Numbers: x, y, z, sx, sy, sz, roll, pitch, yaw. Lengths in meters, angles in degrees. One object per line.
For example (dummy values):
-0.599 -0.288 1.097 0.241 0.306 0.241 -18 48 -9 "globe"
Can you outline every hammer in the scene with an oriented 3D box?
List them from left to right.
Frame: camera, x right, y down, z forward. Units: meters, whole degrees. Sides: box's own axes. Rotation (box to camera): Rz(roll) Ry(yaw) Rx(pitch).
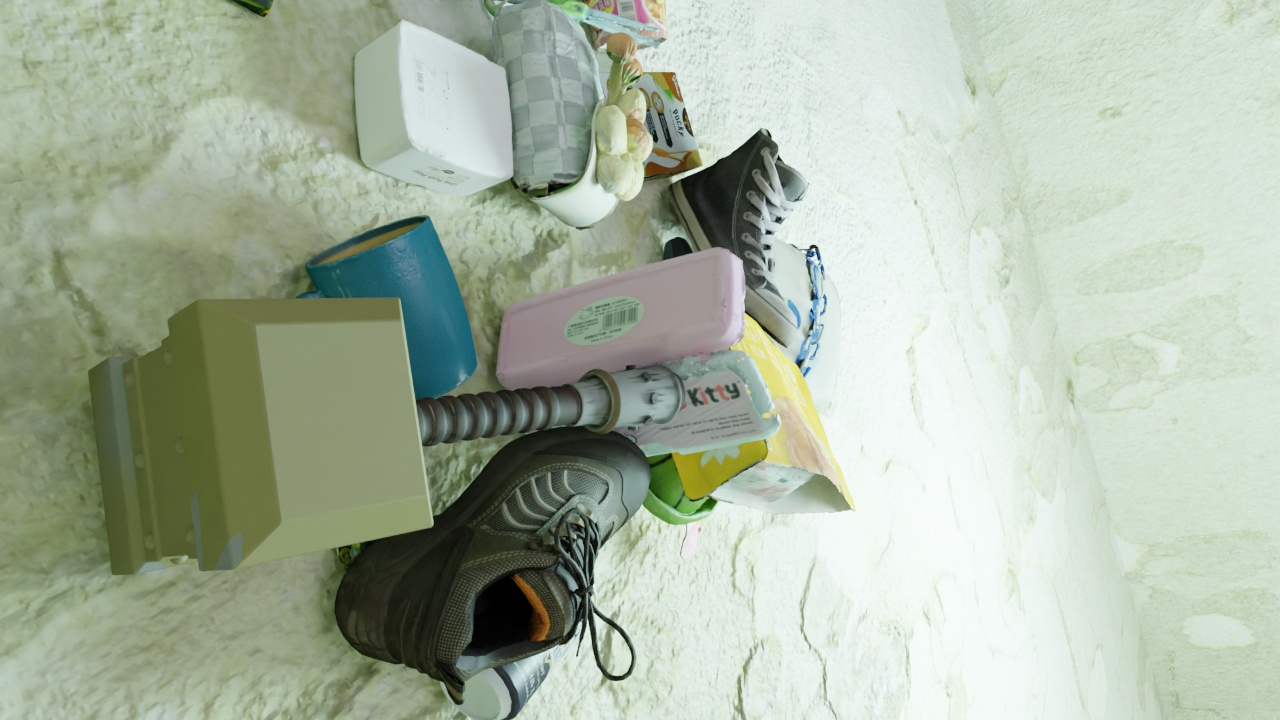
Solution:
-0.094 0.031 0.504 0.324 0.191 0.100 -5 83 -45 "hammer"

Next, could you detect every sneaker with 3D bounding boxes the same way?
-0.052 0.121 0.568 0.237 0.143 0.101 -30 127 -38 "sneaker"
0.119 -0.122 0.885 0.095 0.120 0.234 37 25 -43 "sneaker"

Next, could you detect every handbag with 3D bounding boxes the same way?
-0.053 -0.204 0.735 0.112 0.123 0.171 17 61 -73 "handbag"
0.143 -0.049 1.005 0.199 0.093 0.200 32 55 -37 "handbag"

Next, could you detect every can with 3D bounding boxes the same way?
-0.079 0.184 0.631 0.127 0.064 0.064 -42 113 -52 "can"

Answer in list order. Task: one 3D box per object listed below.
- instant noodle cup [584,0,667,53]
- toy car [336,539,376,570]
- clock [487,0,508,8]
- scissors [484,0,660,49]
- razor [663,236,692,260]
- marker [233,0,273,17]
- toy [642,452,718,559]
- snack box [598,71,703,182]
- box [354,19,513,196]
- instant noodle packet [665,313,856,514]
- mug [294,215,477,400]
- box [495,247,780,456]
-0.017 -0.357 0.878 0.097 0.098 0.108 -21 105 -55 "instant noodle cup"
-0.168 0.081 0.567 0.047 0.033 0.105 -9 99 -53 "toy car"
-0.107 -0.338 0.727 0.061 0.104 0.156 32 49 -54 "clock"
-0.056 -0.301 0.809 0.175 0.033 0.078 10 64 -22 "scissors"
0.049 -0.053 0.911 0.052 0.047 0.142 -4 79 -30 "razor"
-0.280 -0.238 0.527 0.146 0.017 0.017 16 66 -51 "marker"
0.035 0.076 0.810 0.237 0.088 0.190 12 62 -46 "toy"
-0.010 -0.225 0.889 0.185 0.032 0.101 -26 101 -55 "snack box"
-0.156 -0.178 0.666 0.107 0.076 0.102 9 71 -56 "box"
0.106 0.046 0.782 0.221 0.084 0.162 22 41 -49 "instant noodle packet"
-0.164 -0.022 0.578 0.112 0.084 0.104 -31 113 -25 "mug"
-0.012 0.006 0.662 0.073 0.202 0.150 -6 84 -62 "box"
